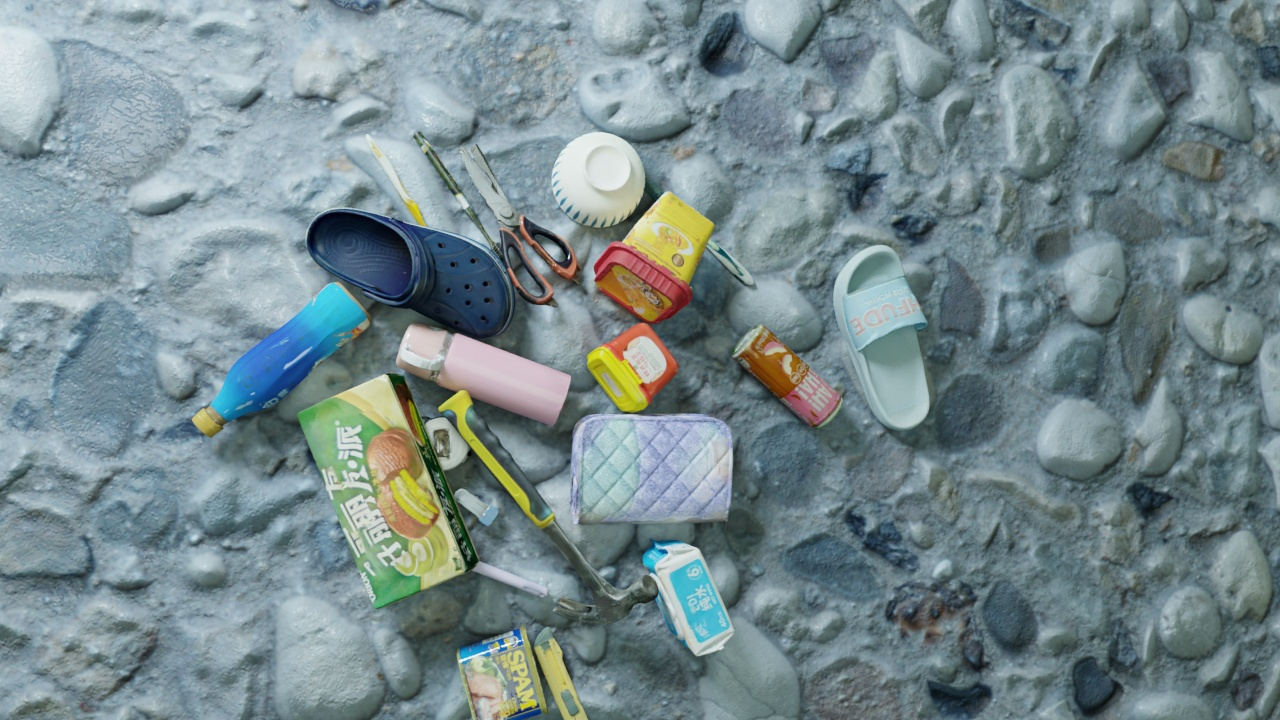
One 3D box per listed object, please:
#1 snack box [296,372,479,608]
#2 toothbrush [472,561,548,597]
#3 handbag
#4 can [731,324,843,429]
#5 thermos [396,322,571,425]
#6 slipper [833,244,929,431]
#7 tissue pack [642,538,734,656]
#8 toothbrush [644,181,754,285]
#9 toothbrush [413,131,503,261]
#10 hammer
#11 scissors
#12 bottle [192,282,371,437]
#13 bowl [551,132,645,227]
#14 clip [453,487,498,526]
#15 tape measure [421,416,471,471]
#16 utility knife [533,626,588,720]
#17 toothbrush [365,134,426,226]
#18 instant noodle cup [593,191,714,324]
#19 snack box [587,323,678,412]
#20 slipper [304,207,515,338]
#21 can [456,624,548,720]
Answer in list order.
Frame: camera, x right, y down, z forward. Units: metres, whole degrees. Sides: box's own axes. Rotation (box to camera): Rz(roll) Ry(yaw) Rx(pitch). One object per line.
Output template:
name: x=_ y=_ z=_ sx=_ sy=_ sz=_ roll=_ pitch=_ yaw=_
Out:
snack box: x=-0.280 y=0.144 z=1.027 sx=0.114 sy=0.063 sz=0.240 roll=-23 pitch=87 yaw=5
toothbrush: x=-0.195 y=0.240 z=1.084 sx=0.189 sy=0.021 sz=0.029 roll=26 pitch=118 yaw=-11
handbag: x=0.013 y=0.131 z=1.111 sx=0.193 sy=0.075 sz=0.134 roll=2 pitch=90 yaw=-11
can: x=0.186 y=0.021 z=1.165 sx=0.147 sy=0.058 sz=0.057 roll=41 pitch=78 yaw=-6
thermos: x=-0.183 y=0.016 z=1.070 sx=0.198 sy=0.087 sz=0.067 roll=22 pitch=100 yaw=-11
slipper: x=0.323 y=-0.028 z=1.191 sx=0.104 sy=0.074 sz=0.245 roll=-14 pitch=90 yaw=-12
tissue pack: x=0.053 y=0.280 z=1.099 sx=0.063 sy=0.090 sz=0.140 roll=-24 pitch=91 yaw=-14
toothbrush: x=0.077 y=-0.163 z=1.176 sx=0.191 sy=0.018 sz=0.016 roll=42 pitch=78 yaw=-6
toothbrush: x=-0.218 y=-0.199 z=1.114 sx=0.012 sy=0.017 sz=0.186 roll=-36 pitch=94 yaw=-26
hammer: x=-0.122 y=0.173 z=1.060 sx=0.126 sy=0.031 sz=0.323 roll=-35 pitch=96 yaw=26
scissors: x=-0.146 y=-0.171 z=1.123 sx=0.197 sy=0.015 sz=0.205 roll=12 pitch=70 yaw=-20
bottle: x=-0.406 y=0.002 z=1.031 sx=0.218 sy=0.065 sz=0.065 roll=-42 pitch=95 yaw=-13
bowl: x=-0.048 y=-0.227 z=1.129 sx=0.116 sy=0.066 sz=0.116 roll=1 pitch=85 yaw=-13
clip: x=-0.197 y=0.172 z=1.090 sx=0.058 sy=0.041 sz=0.026 roll=38 pitch=80 yaw=-6
tape measure: x=-0.232 y=0.097 z=1.079 sx=0.065 sy=0.034 sz=0.066 roll=-2 pitch=86 yaw=-11
utility knife: x=-0.082 y=0.414 z=1.100 sx=0.031 sy=0.021 sz=0.198 roll=-24 pitch=95 yaw=-7
toothbrush: x=-0.274 y=-0.191 z=1.102 sx=0.018 sy=0.016 sz=0.191 roll=-34 pitch=94 yaw=-24
instant noodle cup: x=0.022 y=-0.128 z=1.119 sx=0.116 sy=0.116 sz=0.123 roll=35 pitch=68 yaw=-8
snack box: x=-0.007 y=0.007 z=1.114 sx=0.080 sy=0.082 sz=0.091 roll=-39 pitch=95 yaw=-23
slipper: x=-0.261 y=-0.107 z=1.051 sx=0.253 sy=0.095 sz=0.105 roll=23 pitch=100 yaw=-7
can: x=-0.160 y=0.370 z=1.062 sx=0.083 sy=0.057 sz=0.102 roll=-15 pitch=89 yaw=-11
